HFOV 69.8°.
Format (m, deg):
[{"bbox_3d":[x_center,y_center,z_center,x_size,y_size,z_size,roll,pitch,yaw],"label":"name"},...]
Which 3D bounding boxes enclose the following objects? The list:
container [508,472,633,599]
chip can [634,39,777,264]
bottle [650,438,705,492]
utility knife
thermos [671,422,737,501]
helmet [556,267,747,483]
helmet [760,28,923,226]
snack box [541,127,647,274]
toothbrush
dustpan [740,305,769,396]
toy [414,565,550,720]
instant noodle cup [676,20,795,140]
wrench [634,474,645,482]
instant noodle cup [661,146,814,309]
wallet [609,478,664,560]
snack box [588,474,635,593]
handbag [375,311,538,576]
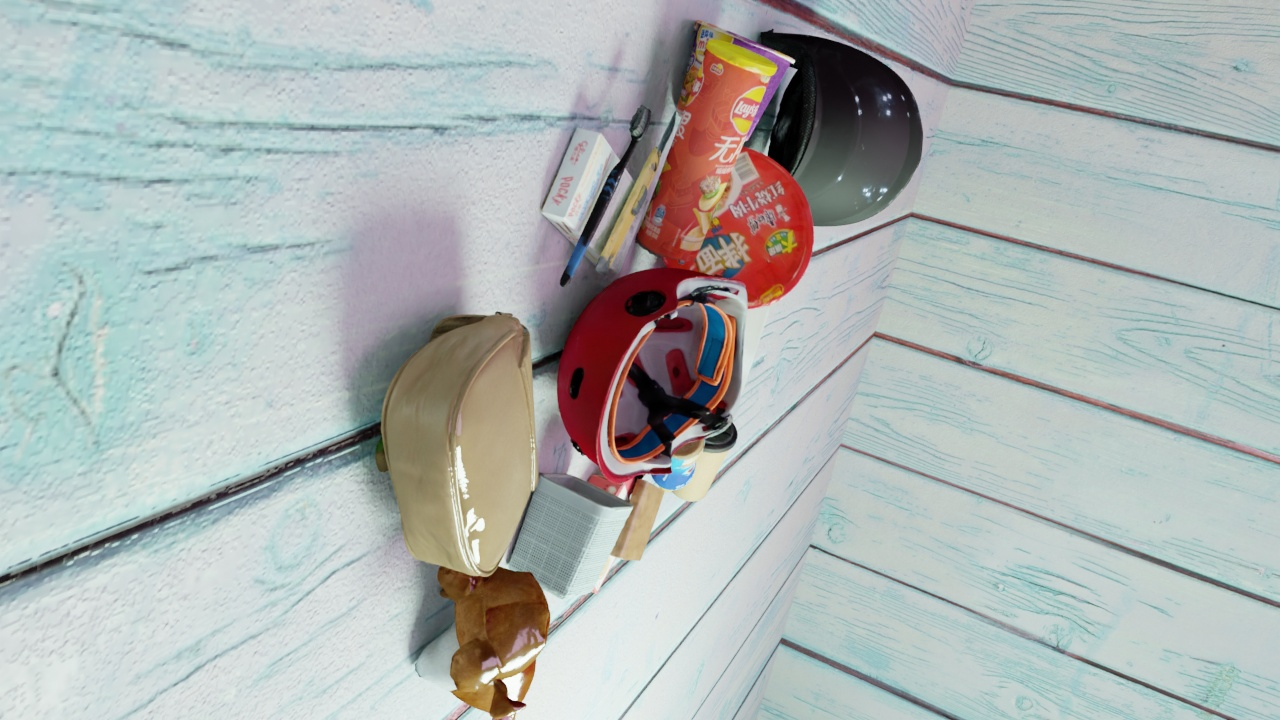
[{"bbox_3d":[-0.078,0.190,0.994,0.111,0.090,0.090,-67,159,0],"label":"container"},{"bbox_3d":[0.062,-0.207,0.924,0.073,0.073,0.217,-34,151,-57],"label":"chip can"},{"bbox_3d":[0.045,0.139,1.265,0.065,0.065,0.219,-62,172,-22],"label":"bottle"},{"bbox_3d":[-0.003,-0.164,0.895,0.031,0.020,0.196,77,30,-66],"label":"utility knife"},{"bbox_3d":[0.087,0.139,1.372,0.092,0.093,0.144,-45,156,-49],"label":"thermos"},{"bbox_3d":[-0.006,0.005,0.939,0.239,0.144,0.207,-32,135,-36],"label":"helmet"},{"bbox_3d":[0.236,-0.286,1.184,0.274,0.230,0.234,-71,176,-73],"label":"helmet"},{"bbox_3d":[-0.039,-0.146,0.871,0.084,0.027,0.156,-68,159,-7],"label":"snack box"},{"bbox_3d":[-0.032,-0.150,0.827,0.189,0.014,0.016,-65,158,-12],"label":"toothbrush"},{"bbox_3d":[0.064,-0.031,1.261,0.257,0.143,0.223,13,97,-40],"label":"dustpan"},{"bbox_3d":[-0.147,0.270,0.855,0.200,0.130,0.140,96,-16,-58],"label":"toy"},{"bbox_3d":[0.093,-0.293,0.973,0.111,0.111,0.099,-23,139,-63],"label":"instant noodle cup"},{"bbox_3d":[0.008,0.124,1.135,0.056,0.016,0.274,-49,173,-16],"label":"wrench"},{"bbox_3d":[0.099,-0.147,1.055,0.193,0.194,0.066,-65,-171,-13],"label":"instant noodle cup"},{"bbox_3d":[-0.001,0.206,1.170,0.115,0.020,0.101,48,62,-70],"label":"wallet"},{"bbox_3d":[-0.051,0.205,1.133,0.126,0.044,0.113,-59,156,-30],"label":"snack box"},{"bbox_3d":[-0.140,0.065,0.719,0.147,0.100,0.205,-58,157,-48],"label":"handbag"}]
